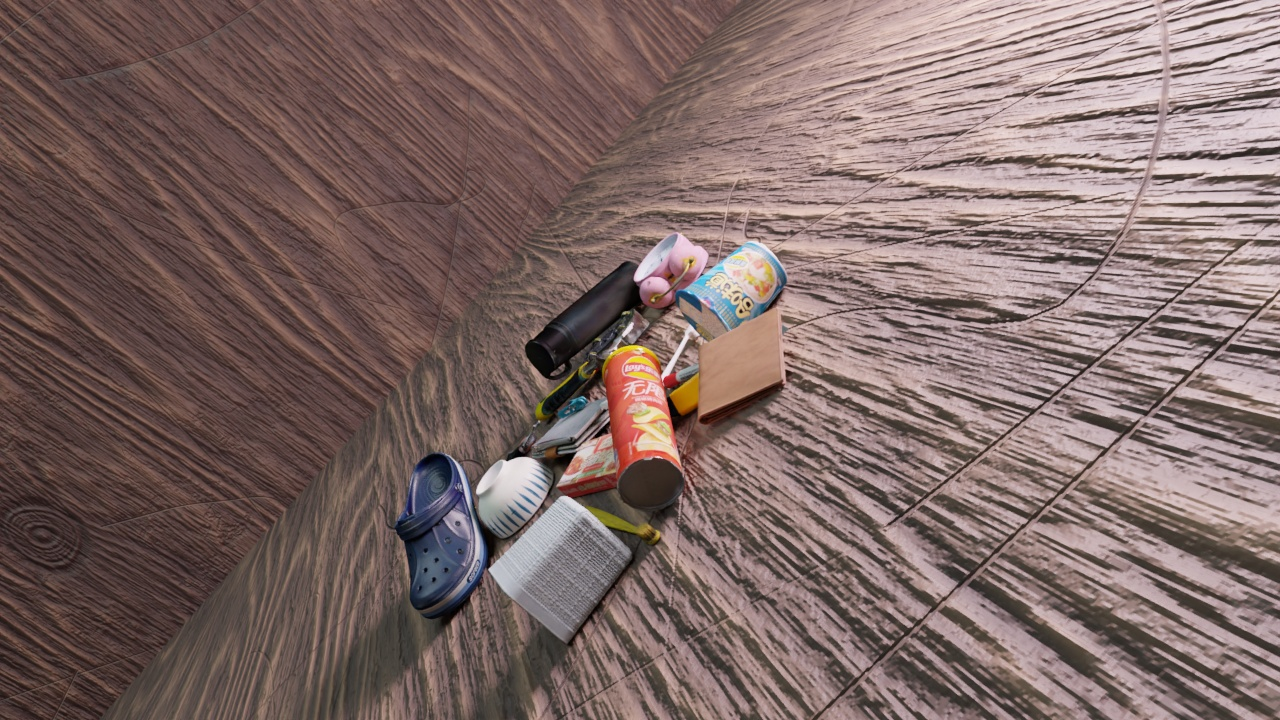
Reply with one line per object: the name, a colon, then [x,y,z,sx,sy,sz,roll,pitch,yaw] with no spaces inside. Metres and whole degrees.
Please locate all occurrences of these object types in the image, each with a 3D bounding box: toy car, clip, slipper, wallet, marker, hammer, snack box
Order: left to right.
slipper: [-0.277,0.220,1.242,0.105,0.095,0.252,-29,44,14]
clip: [-0.092,0.063,1.280,0.034,0.013,0.055,-45,11,-35]
wallet: [-0.089,0.098,1.263,0.106,0.037,0.130,-46,14,-31]
hammer: [-0.079,0.018,1.332,0.125,0.032,0.324,-52,7,-33]
snack box: [-0.040,0.122,1.114,0.153,0.025,0.075,-23,30,53]
toy car: [-0.038,-0.026,1.388,0.121,0.045,0.052,-44,18,31]
marker: [0.076,0.008,1.097,0.146,0.017,0.017,-25,28,51]
wallet: [0.106,0.006,0.982,0.116,0.020,0.101,-28,43,36]

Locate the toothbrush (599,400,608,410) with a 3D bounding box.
toothbrush: [0.004,0.049,1.140,0.192,0.018,0.016,-8,47,52]

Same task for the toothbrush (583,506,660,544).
toothbrush: [-0.026,0.173,0.987,0.015,0.016,0.190,-52,18,-16]

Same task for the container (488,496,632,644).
container: [-0.079,0.206,0.927,0.111,0.090,0.090,-49,18,-11]

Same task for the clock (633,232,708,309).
clock: [0.045,-0.135,1.400,0.117,0.060,0.158,-44,20,13]

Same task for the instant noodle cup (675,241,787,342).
instant noodle cup: [0.114,-0.080,1.087,0.109,0.099,0.099,-43,16,-13]

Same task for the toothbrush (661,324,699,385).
toothbrush: [0.035,0.020,1.175,0.016,0.016,0.179,-16,38,57]

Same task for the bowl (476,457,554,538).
bowl: [-0.181,0.178,1.257,0.117,0.066,0.116,-43,18,18]

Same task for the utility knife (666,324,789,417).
utility knife: [0.096,0.011,1.035,0.177,0.033,0.015,-38,-22,21]

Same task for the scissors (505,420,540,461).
scissors: [-0.162,0.111,1.325,0.236,0.021,0.139,-53,1,44]

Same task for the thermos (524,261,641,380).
thermos: [-0.080,-0.060,1.451,0.068,0.090,0.241,21,47,32]

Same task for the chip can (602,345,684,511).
chip can: [0.000,0.070,1.007,0.073,0.073,0.216,-42,29,19]
